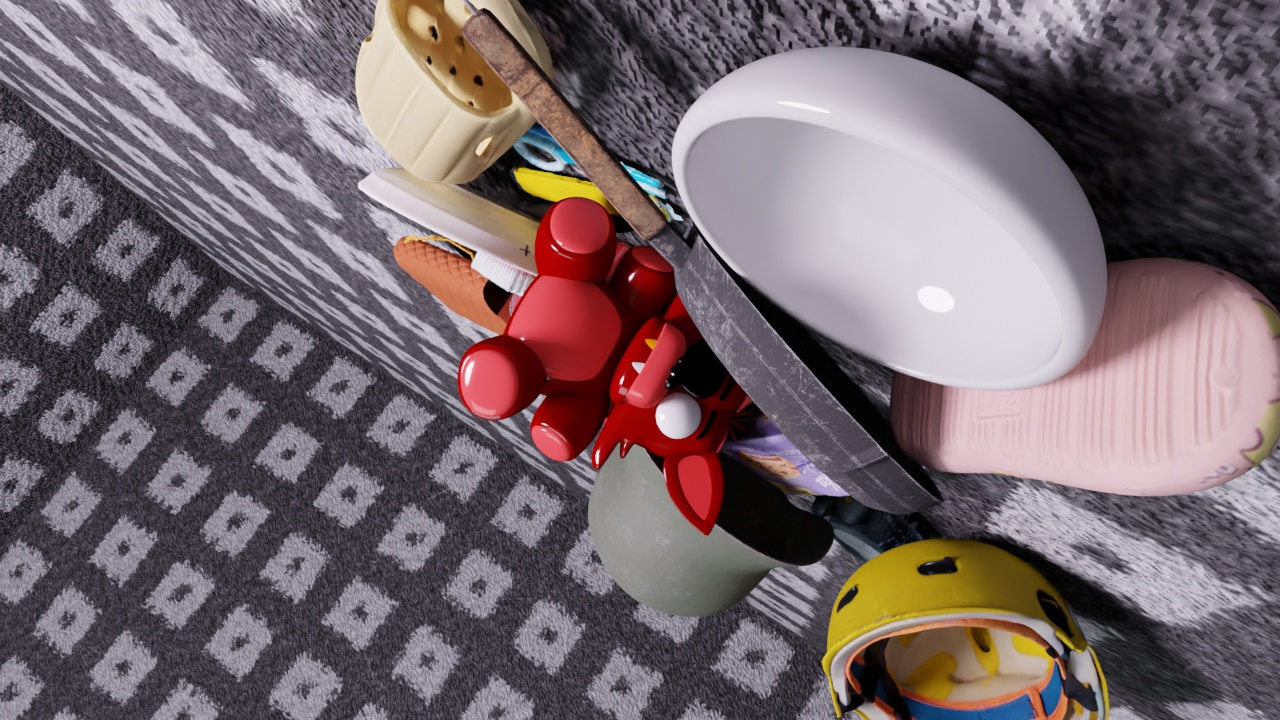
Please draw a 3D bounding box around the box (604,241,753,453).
[{"bbox_3d":[0.018,-0.006,0.725,0.157,0.122,0.136,31,-176,1],"label":"box"}]

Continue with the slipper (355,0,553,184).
[{"bbox_3d":[-0.129,-0.155,0.547,0.111,0.079,0.262,49,165,-10],"label":"slipper"}]

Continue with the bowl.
[{"bbox_3d":[0.102,-0.064,0.367,0.176,0.066,0.177,32,166,9],"label":"bowl"}]

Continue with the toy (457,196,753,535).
[{"bbox_3d":[-0.004,0.003,0.607,0.197,0.158,0.121,29,171,-3],"label":"toy"}]

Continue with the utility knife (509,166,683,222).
[{"bbox_3d":[-0.033,-0.111,0.621,0.156,0.017,0.030,23,167,39],"label":"utility knife"}]

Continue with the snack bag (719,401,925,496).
[{"bbox_3d":[0.136,0.063,0.735,0.096,0.058,0.206,34,164,-11],"label":"snack bag"}]

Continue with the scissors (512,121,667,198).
[{"bbox_3d":[-0.039,-0.133,0.570,0.140,0.015,0.083,29,163,31],"label":"scissors"}]

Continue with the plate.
[{"bbox_3d":[-0.123,-0.109,0.705,0.182,0.034,0.182,25,-173,-4],"label":"plate"}]

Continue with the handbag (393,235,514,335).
[{"bbox_3d":[-0.165,-0.078,0.929,0.172,0.060,0.109,24,168,44],"label":"handbag"}]

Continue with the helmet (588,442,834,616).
[{"bbox_3d":[0.042,0.142,0.859,0.227,0.154,0.267,37,-158,-2],"label":"helmet"}]

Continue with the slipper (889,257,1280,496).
[{"bbox_3d":[0.195,0.013,0.405,0.081,0.093,0.198,12,172,-23],"label":"slipper"}]

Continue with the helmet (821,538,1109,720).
[{"bbox_3d":[0.259,0.224,0.780,0.210,0.139,0.240,-28,121,27],"label":"helmet"}]

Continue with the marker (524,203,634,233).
[{"bbox_3d":[-0.043,-0.104,0.669,0.022,0.016,0.139,16,-179,-40],"label":"marker"}]

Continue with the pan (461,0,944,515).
[{"bbox_3d":[0.034,-0.041,0.479,0.357,0.040,0.207,42,-166,-22],"label":"pan"}]

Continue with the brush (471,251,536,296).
[{"bbox_3d":[-0.138,-0.094,0.817,0.041,0.030,0.172,20,-171,-40],"label":"brush"}]

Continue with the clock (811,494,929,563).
[{"bbox_3d":[0.213,0.151,0.868,0.129,0.052,0.090,41,165,-8],"label":"clock"}]

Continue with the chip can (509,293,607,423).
[{"bbox_3d":[-0.045,-0.002,0.894,0.073,0.073,0.233,26,165,29],"label":"chip can"}]
